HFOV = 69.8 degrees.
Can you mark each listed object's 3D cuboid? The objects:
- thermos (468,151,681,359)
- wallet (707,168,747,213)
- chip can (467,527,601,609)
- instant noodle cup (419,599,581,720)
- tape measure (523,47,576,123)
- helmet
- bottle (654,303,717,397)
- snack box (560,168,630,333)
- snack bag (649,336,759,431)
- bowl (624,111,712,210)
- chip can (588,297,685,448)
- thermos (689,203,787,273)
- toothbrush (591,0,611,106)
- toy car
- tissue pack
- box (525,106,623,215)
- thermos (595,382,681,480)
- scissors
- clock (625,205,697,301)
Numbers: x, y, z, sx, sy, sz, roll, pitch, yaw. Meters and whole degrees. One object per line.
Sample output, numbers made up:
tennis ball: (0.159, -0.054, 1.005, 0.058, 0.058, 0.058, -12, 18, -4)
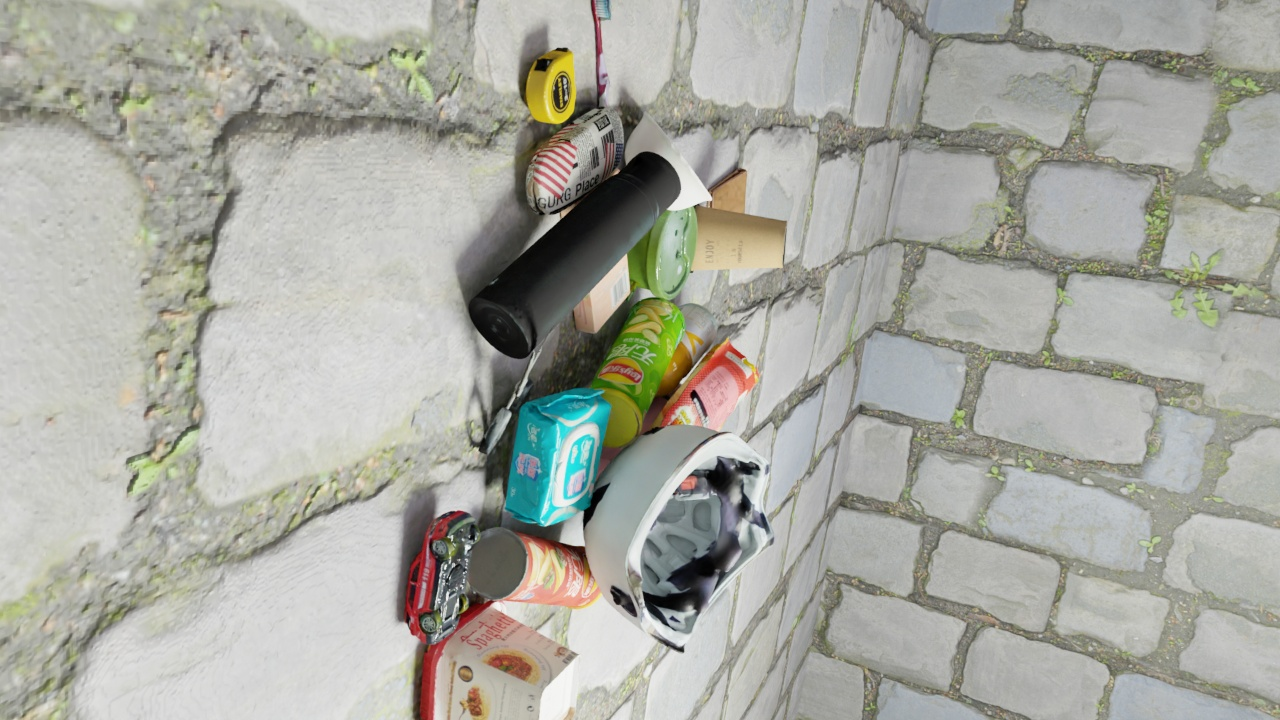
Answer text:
thermos: (-0.054, -0.097, 0.851, 0.241, 0.068, 0.090, -47, 173, -32)
wallet: (0.123, -0.213, 1.321, 0.115, 0.020, 0.101, -43, 139, -49)
chip can: (-0.104, 0.220, 0.963, 0.073, 0.073, 0.216, -72, 157, -11)
instant noodle cup: (-0.131, 0.309, 0.881, 0.116, 0.124, 0.117, -27, 127, -62)
tape measure: (-0.080, -0.238, 0.803, 0.057, 0.029, 0.060, -52, 148, -47)
helmet: (0.024, 0.170, 1.001, 0.228, 0.146, 0.259, -48, 137, -23)
bottle: (0.037, -0.007, 1.169, 0.189, 0.068, 0.068, -49, 146, -48)
snack box: (-0.045, -0.115, 0.962, 0.084, 0.026, 0.157, -53, 148, -43)
snack bag: (0.074, 0.069, 1.150, 0.207, 0.073, 0.129, -49, 139, -40)
bowl: (0.017, -0.201, 0.992, 0.065, 0.118, 0.118, -38, 158, 8)
chip can: (-0.006, 0.006, 1.022, 0.220, 0.073, 0.073, -64, 158, -54)
thermos: (0.116, -0.155, 1.189, 0.093, 0.143, 0.093, 7, 89, -79)
toothbrush: (-0.033, -0.272, 0.910, 0.016, 0.017, 0.188, -50, 146, -46)
toy car: (-0.176, 0.188, 0.803, 0.052, 0.045, 0.120, -18, 124, -67)
tissue pack: (-0.078, 0.090, 0.890, 0.093, 0.050, 0.134, -16, 122, -55)
box: (-0.063, -0.190, 0.867, 0.163, 0.051, 0.069, -47, 157, -48)
thermos: (-0.001, 0.100, 1.161, 0.087, 0.067, 0.198, -55, 177, 39)
scissors: (-0.107, 0.023, 0.818, 0.165, 0.014, 0.163, -58, -179, 14)
clock: (0.027, -0.141, 1.081, 0.160, 0.056, 0.116, -45, 143, -51)
